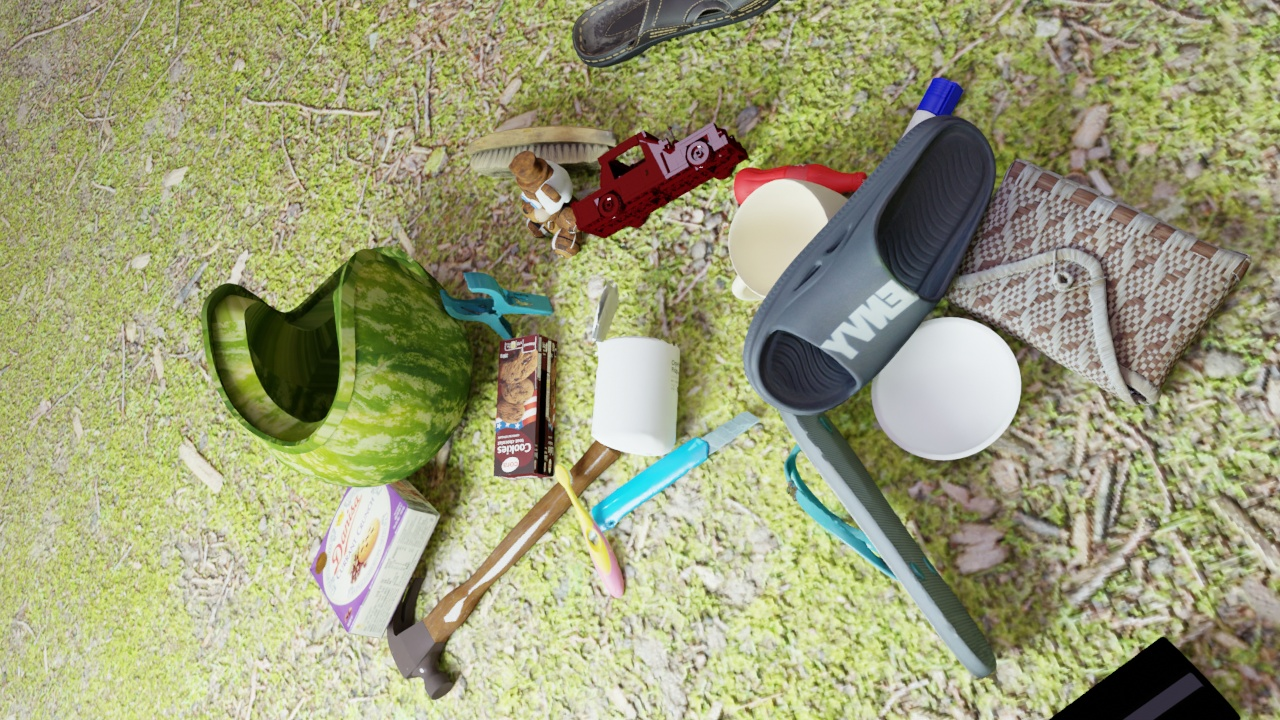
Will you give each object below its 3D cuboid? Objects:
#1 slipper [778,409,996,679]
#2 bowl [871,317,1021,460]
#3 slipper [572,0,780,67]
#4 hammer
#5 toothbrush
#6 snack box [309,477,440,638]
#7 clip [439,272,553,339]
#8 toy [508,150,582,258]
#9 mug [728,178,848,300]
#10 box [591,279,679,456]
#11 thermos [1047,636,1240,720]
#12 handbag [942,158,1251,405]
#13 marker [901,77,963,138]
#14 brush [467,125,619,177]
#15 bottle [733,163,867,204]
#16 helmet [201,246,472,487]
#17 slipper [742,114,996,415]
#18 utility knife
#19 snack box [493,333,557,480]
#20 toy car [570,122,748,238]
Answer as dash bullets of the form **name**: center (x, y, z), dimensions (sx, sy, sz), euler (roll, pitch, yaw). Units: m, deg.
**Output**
- **slipper**: center (0.164, 0.126, 0.696), dimensions (0.055, 0.098, 0.268), euler (-41, 61, 15)
- **bowl**: center (0.239, 0.025, 0.710), dimensions (0.110, 0.040, 0.109), euler (-10, 71, 30)
- **slipper**: center (0.036, -0.374, 0.924), dimensions (0.268, 0.075, 0.113), euler (-11, 71, 29)
- **hammer**: center (-0.137, 0.194, 0.907), dimensions (0.323, 0.033, 0.115), euler (-47, 60, 13)
- **toothbrush**: center (-0.047, 0.157, 0.853), dimensions (0.021, 0.016, 0.135), euler (-27, 83, 10)
- **snack box**: center (-0.284, 0.193, 0.969), dimensions (0.148, 0.040, 0.143), euler (26, 91, 52)
- **clip**: center (-0.136, -0.063, 0.921), dimensions (0.114, 0.126, 0.028), euler (-40, 59, 28)
- **toy**: center (-0.096, -0.164, 0.933), dimensions (0.067, 0.112, 0.087), euler (-50, 56, -3)
- **mug**: center (0.134, -0.090, 0.773), dimensions (0.120, 0.099, 0.096), euler (-44, 63, 32)
- **box**: center (-0.008, 0.003, 0.844), dimensions (0.092, 0.083, 0.165), euler (3, 76, 14)
- **thermos**: center (0.274, 0.278, 0.607), dimensions (0.232, 0.061, 0.061), euler (-45, 58, 14)
- **handbag**: center (0.323, -0.062, 0.678), dimensions (0.186, 0.047, 0.124), euler (37, 97, 34)
- **marker**: center (0.229, -0.174, 0.780), dimensions (0.027, 0.023, 0.133), euler (30, 94, 48)
- **brush**: center (-0.107, -0.223, 0.984), dimensions (0.196, 0.059, 0.043), euler (3, 90, 30)
- **bottle**: center (0.143, -0.157, 0.822), dimensions (0.119, 0.036, 0.036), euler (4, 79, 32)
- **helmet**: center (-0.281, 0.006, 0.923), dimensions (0.213, 0.246, 0.243), euler (-12, 92, 18)
- **slipper**: center (0.188, -0.066, 0.675), dimensions (0.268, 0.110, 0.083), euler (-52, 23, -6)
- **utility knife**: center (0.025, 0.104, 0.838), dimensions (0.206, 0.015, 0.031), euler (-37, 62, 23)
- **snack box**: center (-0.116, 0.048, 0.932), dimensions (0.051, 0.031, 0.140), euler (-9, 73, 30)
- **toy car**: center (0.013, -0.182, 0.889), dimensions (0.170, 0.070, 0.062), euler (-26, 76, 24)
